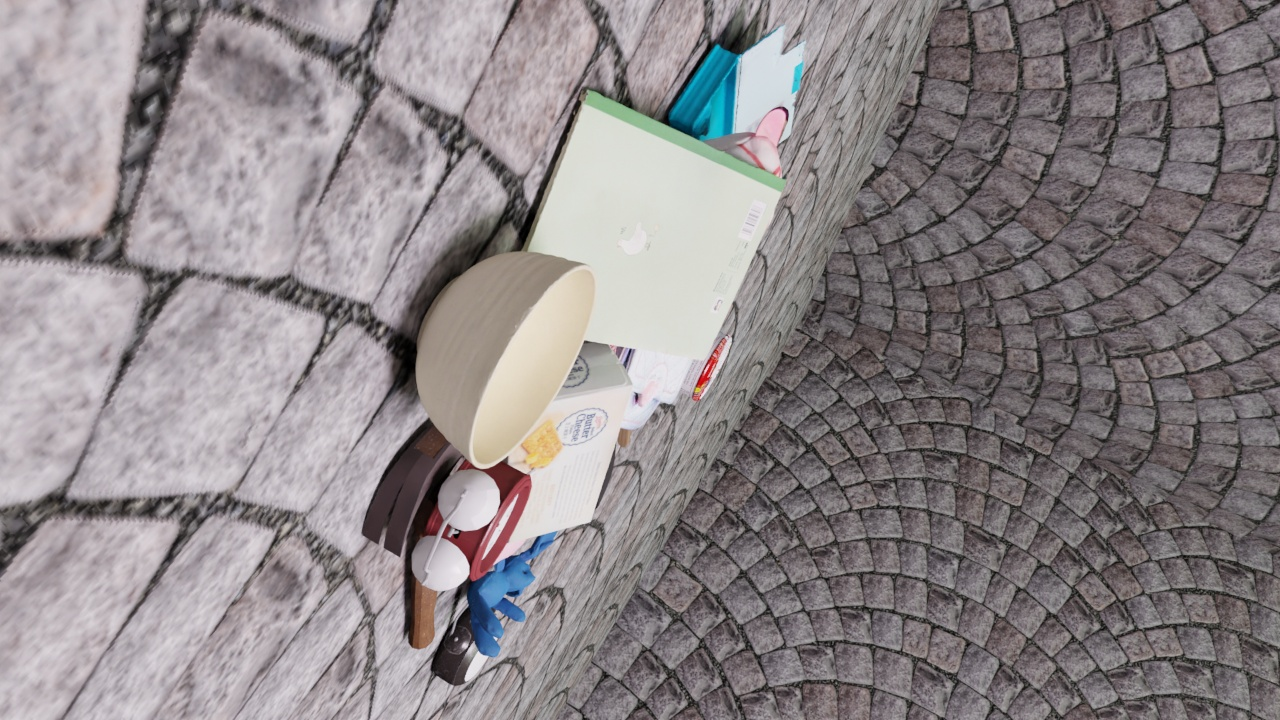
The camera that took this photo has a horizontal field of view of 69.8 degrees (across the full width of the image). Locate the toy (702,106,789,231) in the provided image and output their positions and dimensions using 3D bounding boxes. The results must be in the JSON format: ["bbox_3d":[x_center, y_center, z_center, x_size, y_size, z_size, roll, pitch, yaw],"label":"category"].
[{"bbox_3d":[0.053,-0.137,0.831,0.212,0.084,0.142,-36,141,-22],"label":"toy"}]

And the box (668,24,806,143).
[{"bbox_3d":[0.093,-0.244,0.942,0.185,0.056,0.227,-48,166,-12],"label":"box"}]

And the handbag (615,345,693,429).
[{"bbox_3d":[-0.006,0.005,0.945,0.126,0.069,0.158,-52,158,4],"label":"handbag"}]

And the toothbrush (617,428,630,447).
[{"bbox_3d":[-0.017,0.046,1.182,0.016,0.016,0.167,-43,147,-48],"label":"toothbrush"}]

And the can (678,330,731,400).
[{"bbox_3d":[0.036,-0.017,1.078,0.086,0.116,0.087,-57,168,-20],"label":"can"}]

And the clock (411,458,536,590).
[{"bbox_3d":[-0.128,0.121,0.700,0.096,0.048,0.137,-65,173,11],"label":"clock"}]

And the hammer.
[{"bbox_3d":[-0.183,0.165,0.778,0.115,0.033,0.324,-54,167,-41],"label":"hammer"}]

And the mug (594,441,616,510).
[{"bbox_3d":[-0.078,0.108,1.009,0.119,0.085,0.100,-31,-151,46],"label":"mug"}]

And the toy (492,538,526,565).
[{"bbox_3d":[-0.140,0.169,0.910,0.099,0.053,0.095,-61,177,30],"label":"toy"}]

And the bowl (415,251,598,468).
[{"bbox_3d":[-0.098,-0.011,0.610,0.150,0.075,0.151,-58,167,-21],"label":"bowl"}]

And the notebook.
[{"bbox_3d":[0.011,-0.094,0.745,0.252,0.010,0.182,9,111,-47],"label":"notebook"}]

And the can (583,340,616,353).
[{"bbox_3d":[-0.051,-0.024,0.816,0.063,0.063,0.114,-53,166,-35],"label":"can"}]

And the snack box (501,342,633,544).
[{"bbox_3d":[-0.083,0.077,0.811,0.104,0.057,0.208,-11,142,-25],"label":"snack box"}]

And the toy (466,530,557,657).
[{"bbox_3d":[-0.152,0.256,1.031,0.175,0.071,0.113,-57,170,-59],"label":"toy"}]

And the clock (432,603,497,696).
[{"bbox_3d":[-0.198,0.329,1.064,0.091,0.044,0.123,-47,162,-51],"label":"clock"}]
